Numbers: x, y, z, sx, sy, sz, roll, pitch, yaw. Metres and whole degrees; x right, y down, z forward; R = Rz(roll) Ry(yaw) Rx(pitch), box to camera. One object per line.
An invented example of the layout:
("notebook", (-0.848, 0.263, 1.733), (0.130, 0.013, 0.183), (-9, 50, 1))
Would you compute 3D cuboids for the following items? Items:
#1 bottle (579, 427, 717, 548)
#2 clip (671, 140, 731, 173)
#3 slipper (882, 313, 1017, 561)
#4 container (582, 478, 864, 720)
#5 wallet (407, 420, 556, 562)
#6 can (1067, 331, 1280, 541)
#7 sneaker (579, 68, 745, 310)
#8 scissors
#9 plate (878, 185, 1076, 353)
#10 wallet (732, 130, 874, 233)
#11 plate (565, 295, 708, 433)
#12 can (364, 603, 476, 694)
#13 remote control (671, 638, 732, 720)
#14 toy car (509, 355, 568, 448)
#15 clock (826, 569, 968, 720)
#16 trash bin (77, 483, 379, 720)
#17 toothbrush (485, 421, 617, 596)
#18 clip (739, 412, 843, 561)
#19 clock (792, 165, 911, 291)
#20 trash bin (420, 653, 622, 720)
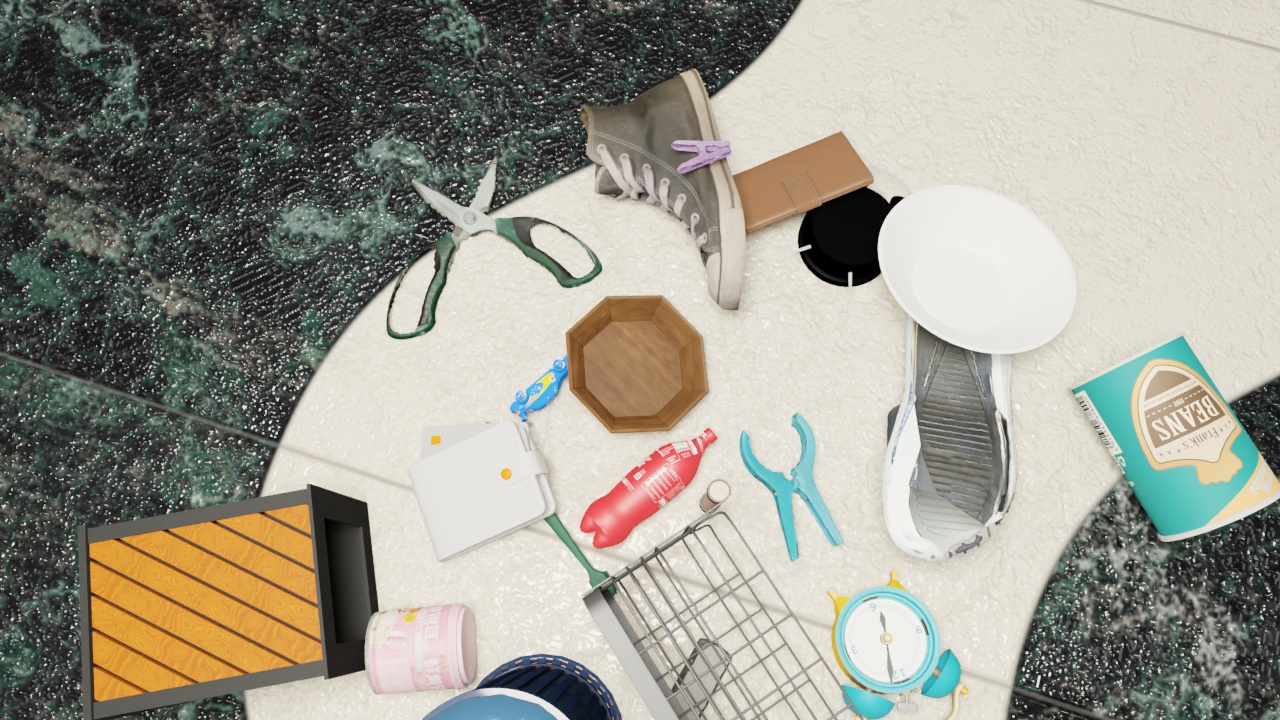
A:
("bottle", (0.009, 0.107, 0.790), (0.141, 0.042, 0.042), (-39, 78, -8))
("clip", (0.053, -0.179, 0.787), (0.050, 0.013, 0.029), (-13, 72, -2))
("slipper", (0.263, 0.052, 0.791), (0.111, 0.063, 0.263), (12, 64, 1))
("container", (0.070, 0.227, 0.679), (0.130, 0.163, 0.241), (-32, 78, -7))
("wallet", (-0.141, 0.097, 0.789), (0.118, 0.037, 0.115), (-25, 76, 11))
("can", (0.442, 0.063, 0.762), (0.099, 0.099, 0.144), (-25, 77, -5))
("sneaker", (0.024, -0.145, 0.829), (0.120, 0.095, 0.234), (-16, 78, 0))
("scissors", (-0.153, -0.089, 0.858), (0.202, 0.015, 0.205), (32, 80, 8))
("plate", (0.288, -0.073, 0.805), (0.174, 0.036, 0.173), (3, 62, -5))
("wallet", (0.143, -0.165, 0.843), (0.121, 0.013, 0.087), (-21, 45, 7))
("plate", (-0.005, 0.005, 0.813), (0.131, 0.025, 0.131), (3, 74, -12))
("can", (-0.177, 0.235, 0.748), (0.076, 0.067, 0.067), (-5, 76, 0))
("remote control", (0.031, 0.296, 0.756), (0.033, 0.013, 0.136), (30, 79, 8))
("toy car", (-0.079, 0.045, 0.814), (0.092, 0.033, 0.062), (-40, 85, -5))
("clock", (0.206, 0.243, 0.753), (0.099, 0.044, 0.129), (-17, 69, -3))
("trash bin", (-0.315, 0.190, 0.725), (0.172, 0.140, 0.139), (-10, 76, -2))
("toothbrush", (-0.082, 0.130, 0.800), (0.016, 0.017, 0.190), (-42, 76, 9))
("clip", (0.148, 0.100, 0.799), (0.120, 0.030, 0.130), (-34, 77, -12))
("clock", (0.199, -0.127, 0.845), (0.091, 0.042, 0.120), (36, 79, 9))
("trash bin", (-0.084, 0.285, 0.639), (0.139, 0.250, 0.139), (0, 76, 1))
